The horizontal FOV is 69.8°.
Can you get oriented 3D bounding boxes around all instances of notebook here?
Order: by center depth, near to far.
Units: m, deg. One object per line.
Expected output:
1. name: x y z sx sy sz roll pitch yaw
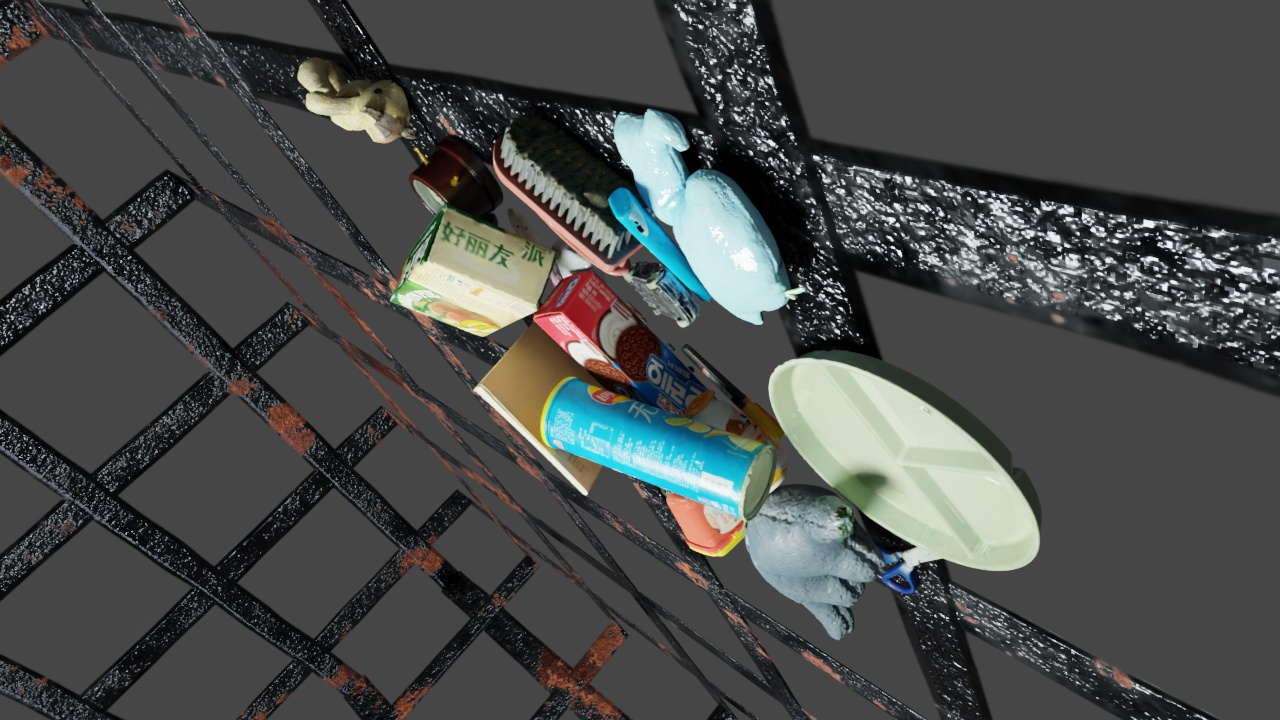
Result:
1. notebook: -0.078 0.034 0.965 0.149 0.211 0.012 46 117 -9

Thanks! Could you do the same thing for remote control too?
1. remote control: -0.048 -0.064 0.901 0.056 0.020 0.136 29 156 31

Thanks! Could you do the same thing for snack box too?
1. snack box: -0.005 0.005 0.877 0.207 0.058 0.057 45 152 -25
2. snack box: -0.175 -0.082 0.925 0.114 0.063 0.240 22 168 -18
3. snack box: 0.084 0.162 1.027 0.080 0.091 0.082 56 159 -15

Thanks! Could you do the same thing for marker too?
1. marker: 0.085 0.028 0.847 0.124 0.015 0.018 43 161 8

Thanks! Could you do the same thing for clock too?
1. clock: -0.178 -0.162 0.900 0.082 0.055 0.122 36 162 20

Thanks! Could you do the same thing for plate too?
1. plate: 0.197 0.074 0.696 0.230 0.027 0.230 38 161 16

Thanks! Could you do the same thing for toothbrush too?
1. toothbrush: -0.089 -0.086 0.950 0.017 0.016 0.187 36 163 50

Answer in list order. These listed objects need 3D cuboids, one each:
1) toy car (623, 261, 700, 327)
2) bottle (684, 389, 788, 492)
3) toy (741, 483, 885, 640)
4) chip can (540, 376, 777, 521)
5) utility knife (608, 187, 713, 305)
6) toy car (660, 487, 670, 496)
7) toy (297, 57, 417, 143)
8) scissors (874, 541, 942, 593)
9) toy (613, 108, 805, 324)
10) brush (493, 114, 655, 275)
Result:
1. toy car: 0.020 -0.058 0.751 0.049 0.031 0.105 47 176 -20
2. bottle: 0.089 0.078 0.867 0.108 0.063 0.063 47 161 -10
3. toy: 0.164 0.186 0.898 0.138 0.091 0.357 41 164 26
4. chip can: 0.014 0.077 0.833 0.210 0.071 0.071 18 152 26
5. utility knife: 0.021 -0.079 0.679 0.161 0.018 0.034 38 -161 -55
6. toy car: 0.050 0.157 1.166 0.091 0.034 0.043 18 147 48
7. toy: -0.280 -0.259 0.902 0.157 0.066 0.105 35 -167 34
8. scissors: 0.242 0.179 0.862 0.126 0.012 0.174 30 156 33
9. toy: 0.046 -0.092 0.608 0.156 0.049 0.161 43 165 38
10. brush: -0.058 -0.128 0.718 0.146 0.063 0.069 40 148 12
